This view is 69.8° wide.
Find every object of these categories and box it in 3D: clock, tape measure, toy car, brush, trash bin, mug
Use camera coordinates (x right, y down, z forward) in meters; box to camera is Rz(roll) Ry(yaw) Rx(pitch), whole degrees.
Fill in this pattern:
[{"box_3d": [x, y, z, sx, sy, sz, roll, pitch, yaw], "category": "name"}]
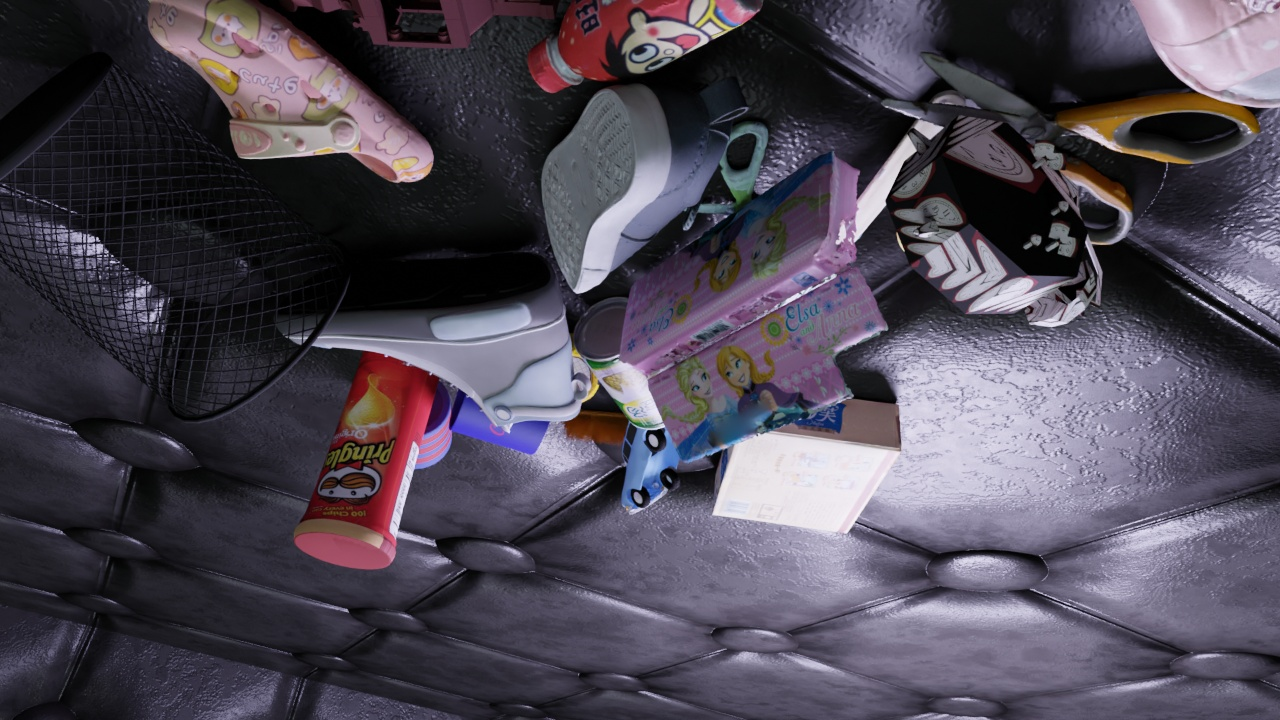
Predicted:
[{"box_3d": [0.227, -0.082, 0.544, 0.154, 0.114, 0.065, 20, 147, -21], "category": "clock"}, {"box_3d": [-0.069, 0.008, 0.844, 0.064, 0.037, 0.065, -34, 122, -2], "category": "tape measure"}, {"box_3d": [0.013, 0.090, 0.922, 0.055, 0.056, 0.154, 41, 137, 29], "category": "toy car"}, {"box_3d": [-0.018, 0.073, 0.969, 0.126, 0.017, 0.048, 4, 147, 7], "category": "brush"}, {"box_3d": [-0.131, -0.216, 0.505, 0.170, 0.061, 0.070, 5, 147, 7], "category": "toy car"}, {"box_3d": [0.155, -0.102, 0.642, 0.033, 0.012, 0.218, 15, 141, -15], "category": "brush"}, {"box_3d": [-0.352, -0.090, 0.659, 0.184, 0.183, 0.210, -12, 137, 29], "category": "trash bin"}, {"box_3d": [-0.250, 0.053, 0.955, 0.112, 0.074, 0.076, 34, 149, 11], "category": "mug"}, {"box_3d": [-0.138, 0.042, 0.906, 0.083, 0.079, 0.111, 19, 174, -16], "category": "mug"}]

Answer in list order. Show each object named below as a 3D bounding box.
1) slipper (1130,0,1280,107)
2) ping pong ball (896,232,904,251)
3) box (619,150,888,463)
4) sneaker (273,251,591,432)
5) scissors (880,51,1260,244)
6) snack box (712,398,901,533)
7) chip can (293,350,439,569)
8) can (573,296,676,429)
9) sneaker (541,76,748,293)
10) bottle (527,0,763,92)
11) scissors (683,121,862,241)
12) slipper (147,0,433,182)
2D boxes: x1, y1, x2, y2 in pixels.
[{"box_3d": [0.281, -0.204, 0.430, 0.274, 0.054, 0.114, 33, 141, -33], "category": "slipper"}, {"box_3d": [0.200, -0.090, 0.641, 0.040, 0.040, 0.040, 6, 148, 4], "category": "ping pong ball"}, {"box_3d": [0.067, -0.027, 0.649, 0.061, 0.160, 0.231, 3, 159, -37], "category": "box"}, {"box_3d": [-0.174, -0.004, 0.780, 0.257, 0.092, 0.160, -4, 126, 18], "category": "sneaker"}, {"box_3d": [0.257, -0.132, 0.582, 0.225, 0.016, 0.176, 7, 148, -1], "category": "scissors"}, {"box_3d": [0.163, 0.106, 0.941, 0.153, 0.055, 0.208, 8, 147, 1], "category": "snack box"}, {"box_3d": [-0.243, 0.076, 0.846, 0.087, 0.212, 0.087, 6, 148, 4], "category": "chip can"}, {"box_3d": [-0.005, 0.005, 0.814, 0.067, 0.067, 0.121, -6, 144, 22], "category": "can"}, {"box_3d": [-0.005, -0.116, 0.614, 0.087, 0.089, 0.236, -16, 173, -22], "category": "sneaker"}, {"box_3d": [-0.004, -0.191, 0.514, 0.138, 0.061, 0.062, -18, 139, 35], "category": "bottle"}, {"box_3d": [0.077, -0.109, 0.670, 0.171, 0.021, 0.173, 5, 152, 1], "category": "scissors"}, {"box_3d": [-0.222, -0.158, 0.579, 0.197, 0.081, 0.093, 34, 172, -40], "category": "slipper"}]
